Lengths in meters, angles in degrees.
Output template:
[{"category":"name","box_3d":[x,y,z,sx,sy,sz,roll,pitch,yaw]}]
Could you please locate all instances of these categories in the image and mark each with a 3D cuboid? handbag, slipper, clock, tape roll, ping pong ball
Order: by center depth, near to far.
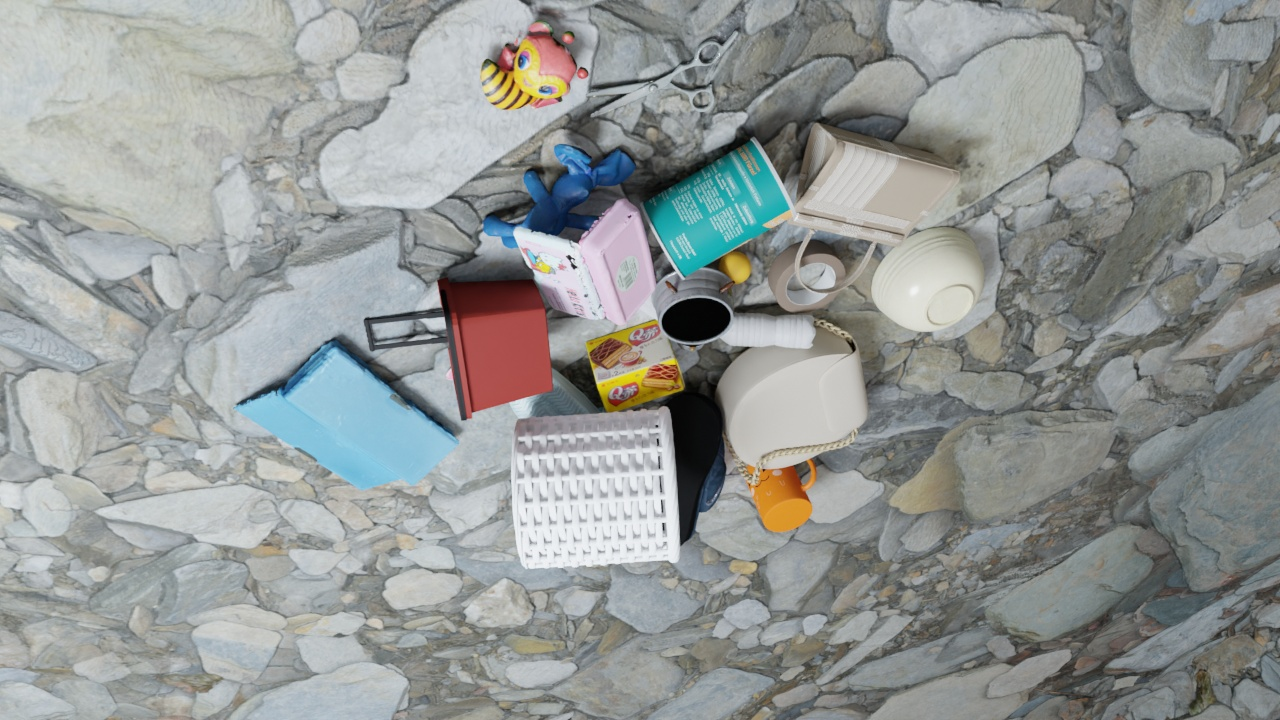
[{"category":"handbag","box_3d":[0.253,-0.164,1.096,0.175,0.062,0.198,7,123,-24]},{"category":"ping pong ball","box_3d":[0.116,-0.114,1.127,0.040,0.040,0.040,-9,133,-10]},{"category":"clock","box_3d":[0.066,-0.058,1.131,0.104,0.056,0.148,0,141,-3]},{"category":"tape roll","box_3d":[0.212,-0.106,1.171,0.093,0.030,0.094,-9,133,-10]},{"category":"slipper","box_3d":[-0.086,0.093,1.234,0.104,0.074,0.245,-31,117,14]},{"category":"handbag","box_3d":[0.213,0.060,1.276,0.208,0.103,0.211,-24,136,0]},{"category":"slipper","box_3d":[0.076,0.148,1.328,0.083,0.109,0.266,-25,136,-41]}]

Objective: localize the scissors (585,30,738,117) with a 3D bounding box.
[{"category":"scissors","box_3d":[0.023,-0.296,0.948,0.153,0.014,0.131,5,130,-26]}]

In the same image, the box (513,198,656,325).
[{"category":"box","box_3d":[-0.059,-0.111,1.019,0.111,0.101,0.201,-51,162,-12]}]

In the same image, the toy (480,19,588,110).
[{"category":"toy","box_3d":[-0.105,-0.282,0.899,0.103,0.046,0.084,-20,141,6]}]

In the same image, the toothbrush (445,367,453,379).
[{"category":"toothbrush","box_3d":[-0.193,-0.014,1.136,0.135,0.016,0.021,-38,127,17]}]

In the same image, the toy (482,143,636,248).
[{"category":"toy","box_3d":[-0.093,-0.176,0.987,0.176,0.071,0.112,-34,143,14]}]

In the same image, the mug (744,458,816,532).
[{"category":"mug","box_3d":[0.223,0.191,1.403,0.113,0.095,0.077,-41,130,20]}]

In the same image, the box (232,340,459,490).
[{"category":"box","box_3d":[-0.363,0.091,1.153,0.175,0.060,0.232,-31,134,13]}]

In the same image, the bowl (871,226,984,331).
[{"category":"bowl","box_3d":[0.391,-0.093,1.210,0.150,0.075,0.151,-9,134,-10]}]

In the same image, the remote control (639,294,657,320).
[{"category":"remote control","box_3d":[-0.009,-0.089,1.129,0.033,0.012,0.131,-41,131,23]}]

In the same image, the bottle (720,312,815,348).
[{"category":"bottle","box_3d":[0.156,-0.039,1.192,0.136,0.044,0.044,2,133,3]}]

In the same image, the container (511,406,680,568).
[{"category":"container","box_3d":[-0.052,0.156,1.122,0.187,0.189,0.190,-4,133,0]}]

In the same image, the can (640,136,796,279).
[{"category":"can","box_3d":[0.087,-0.169,1.025,0.144,0.099,0.099,-29,134,9]}]

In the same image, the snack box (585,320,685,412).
[{"category":"snack box","box_3d":[-0.007,0.007,1.169,0.106,0.083,0.061,-18,133,-1]}]

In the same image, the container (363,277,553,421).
[{"category":"container","box_3d":[-0.210,-0.016,1.051,0.200,0.127,0.148,-9,121,-12]}]
